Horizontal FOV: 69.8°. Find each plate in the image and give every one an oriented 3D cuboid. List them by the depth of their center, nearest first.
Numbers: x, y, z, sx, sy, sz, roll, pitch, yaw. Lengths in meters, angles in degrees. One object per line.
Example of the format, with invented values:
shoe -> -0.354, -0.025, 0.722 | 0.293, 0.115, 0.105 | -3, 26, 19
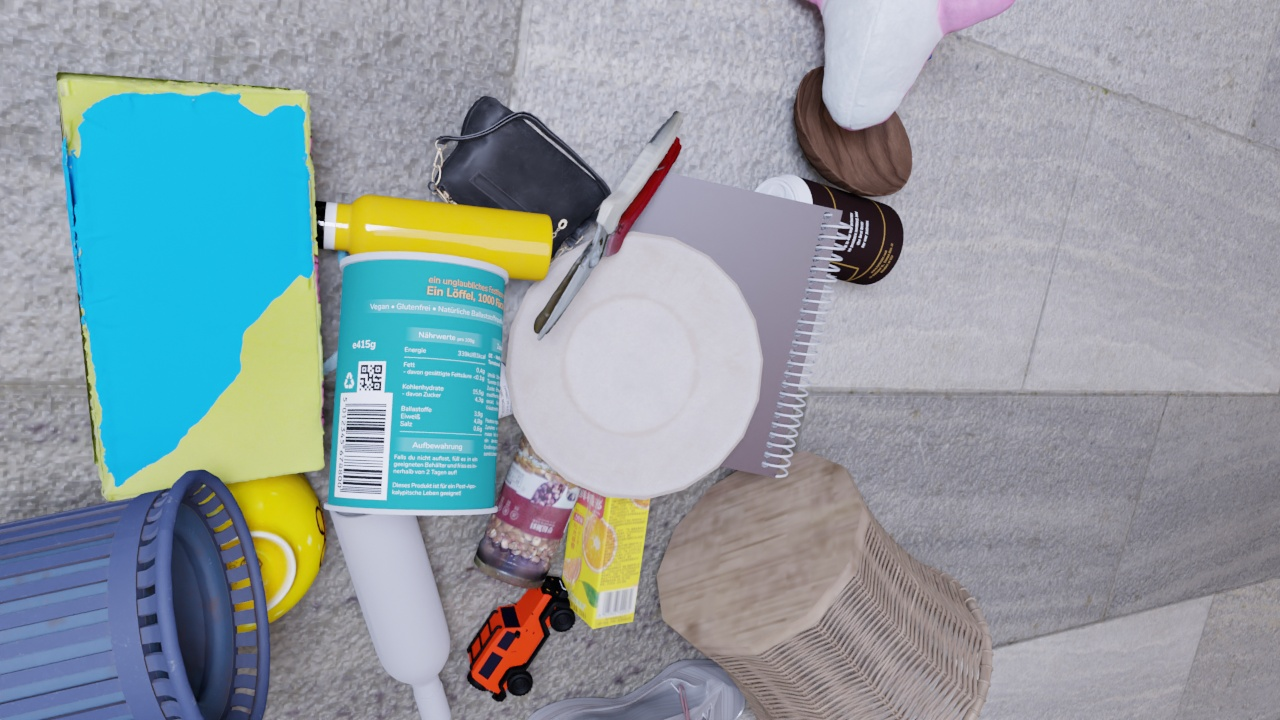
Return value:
plate -> -0.004, 0.003, 0.660 | 0.188, 0.027, 0.188 | 0, 91, -16

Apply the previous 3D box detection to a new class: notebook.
notebook -> 0.053, -0.026, 0.696 | 0.171, 0.022, 0.209 | 12, 100, -3

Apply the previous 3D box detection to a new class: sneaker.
sneaker -> 0.014, 0.330, 0.794 | 0.235, 0.089, 0.099 | -5, 107, -33

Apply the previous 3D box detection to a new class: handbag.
handbag -> -0.081, -0.115, 0.610 | 0.128, 0.054, 0.079 | 35, 88, -39

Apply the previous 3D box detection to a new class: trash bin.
trash bin -> -0.326, 0.146, 0.438 | 0.249, 0.139, 0.139 | -11, 112, -8

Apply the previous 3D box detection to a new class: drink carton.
drink carton -> -0.028, 0.135, 0.722 | 0.042, 0.058, 0.135 | 1, 104, -34

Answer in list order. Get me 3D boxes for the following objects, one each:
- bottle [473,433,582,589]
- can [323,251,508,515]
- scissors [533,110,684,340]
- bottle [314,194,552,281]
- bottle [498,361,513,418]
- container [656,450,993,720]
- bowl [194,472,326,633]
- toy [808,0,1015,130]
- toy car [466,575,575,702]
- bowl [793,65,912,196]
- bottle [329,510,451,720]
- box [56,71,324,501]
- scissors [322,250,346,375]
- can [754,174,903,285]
bottle -> -0.079, 0.109, 0.681 | 0.056, 0.056, 0.105 | 20, 93, -37
can -> -0.132, 0.017, 0.549 | 0.099, 0.099, 0.144 | 6, 83, -35
scissors -> -0.018, -0.089, 0.620 | 0.189, 0.015, 0.140 | -67, 165, 4
bottle -> -0.129, -0.077, 0.569 | 0.143, 0.043, 0.043 | 4, 103, -17
bottle -> -0.143, 0.034, 0.623 | 0.115, 0.041, 0.041 | -18, 114, -28
container -> 0.145, 0.212, 0.772 | 0.226, 0.227, 0.196 | -47, 118, -12
bowl -> -0.249, 0.118, 0.563 | 0.117, 0.068, 0.117 | -11, 111, -31
toy -> 0.198, -0.310, 0.696 | 0.127, 0.187, 0.266 | -38, 144, -64
toy car -> -0.093, 0.210, 0.705 | 0.049, 0.051, 0.100 | 33, 92, -19
bowl -> 0.166, -0.179, 0.747 | 0.119, 0.032, 0.119 | 13, 63, -27
bottle -> -0.166, 0.179, 0.647 | 0.052, 0.052, 0.195 | -22, 116, -27
box -> -0.246, -0.044, 0.510 | 0.124, 0.079, 0.221 | -8, 108, -31
scissors -> -0.164, -0.028, 0.611 | 0.117, 0.015, 0.139 | 6, 108, -34
can -> 0.153, -0.106, 0.757 | 0.128, 0.072, 0.072 | 8, 100, -35
